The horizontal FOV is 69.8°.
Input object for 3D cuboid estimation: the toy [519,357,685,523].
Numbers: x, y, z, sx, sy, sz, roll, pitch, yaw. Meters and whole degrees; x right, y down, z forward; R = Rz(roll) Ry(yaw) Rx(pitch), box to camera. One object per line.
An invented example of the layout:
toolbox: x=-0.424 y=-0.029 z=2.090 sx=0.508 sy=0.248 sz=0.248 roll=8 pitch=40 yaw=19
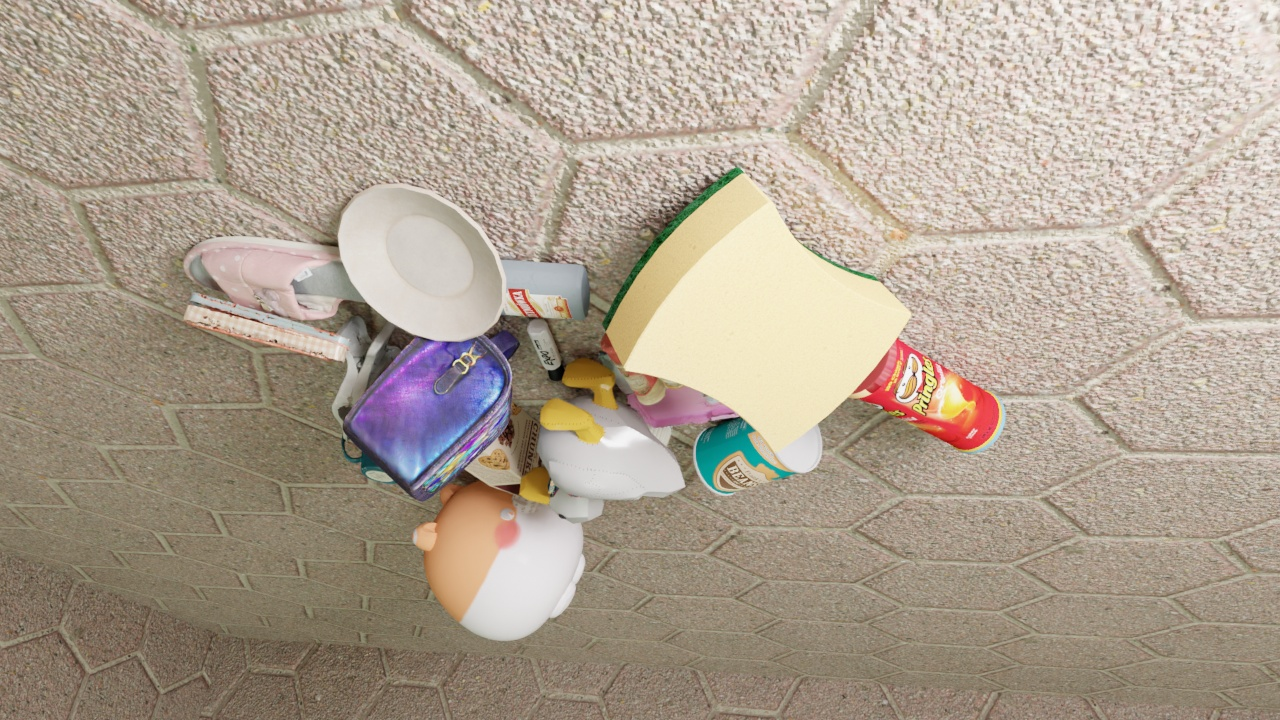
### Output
toy: x=-0.060 y=0.131 z=1.205 sx=0.247 sy=0.140 sz=0.268 roll=11 pitch=137 yaw=18

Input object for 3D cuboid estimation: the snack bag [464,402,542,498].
snack bag: x=-0.201 y=0.123 z=1.332 sx=0.070 sy=0.094 sz=0.206 roll=-8 pitch=148 yaw=26

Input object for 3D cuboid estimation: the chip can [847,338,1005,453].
chip can: x=0.321 y=0.036 z=1.055 sx=0.213 sy=0.086 sz=0.087 roll=25 pitch=147 yaw=-30

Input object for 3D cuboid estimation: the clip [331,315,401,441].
clip: x=-0.338 y=0.016 z=1.155 sx=0.081 sy=0.124 sz=0.148 roll=15 pitch=128 yaw=1

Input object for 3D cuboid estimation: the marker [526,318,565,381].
marker: x=-0.115 y=-0.010 z=1.140 sx=0.025 sy=0.025 sz=0.126 roll=2 pitch=151 yaw=10

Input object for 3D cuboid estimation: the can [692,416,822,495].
can: x=0.155 y=0.117 z=1.229 sx=0.099 sy=0.099 sz=0.144 roll=26 pitch=147 yaw=-30

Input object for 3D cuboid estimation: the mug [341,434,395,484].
mug: x=-0.388 y=0.123 z=1.368 sx=0.112 sy=0.104 sz=0.085 roll=11 pitch=151 yaw=-7

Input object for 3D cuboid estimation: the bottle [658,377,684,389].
bottle: x=0.029 y=-0.008 z=1.063 sx=0.063 sy=0.063 sz=0.108 roll=-3 pitch=146 yaw=18

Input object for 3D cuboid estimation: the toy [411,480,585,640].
toy: x=-0.233 y=0.318 z=1.538 sx=0.280 sy=0.262 sz=0.266 roll=30 pitch=119 yaw=-3

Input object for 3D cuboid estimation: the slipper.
slipper: x=-0.391 y=-0.086 z=1.035 sx=0.274 sy=0.054 sz=0.114 roll=3 pitch=151 yaw=11

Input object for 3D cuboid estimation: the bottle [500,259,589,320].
bottle: x=-0.139 y=-0.078 z=0.998 sx=0.161 sy=0.046 sz=0.072 roll=4 pitch=151 yaw=6

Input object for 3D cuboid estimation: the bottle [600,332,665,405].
bottle: x=-0.007 y=0.006 z=1.103 sx=0.044 sy=0.044 sz=0.109 roll=-9 pitch=134 yaw=28

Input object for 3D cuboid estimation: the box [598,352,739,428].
box: x=0.075 y=0.020 z=1.143 sx=0.231 sy=0.035 sz=0.159 roll=-11 pitch=139 yaw=30

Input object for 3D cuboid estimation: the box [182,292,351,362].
box: x=-0.431 y=-0.030 z=1.061 sx=0.186 sy=0.053 sz=0.058 roll=16 pitch=134 yaw=-8

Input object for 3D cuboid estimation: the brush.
brush: x=0.113 y=-0.039 z=0.878 sx=0.250 sy=0.075 sz=0.195 roll=30 pitch=110 yaw=-35

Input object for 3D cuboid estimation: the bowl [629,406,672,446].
bowl: x=-0.014 y=0.117 z=1.309 sx=0.115 sy=0.062 sz=0.115 roll=6 pitch=152 yaw=3

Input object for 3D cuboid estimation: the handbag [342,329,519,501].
handbag: x=-0.229 y=0.049 z=1.097 sx=0.125 sy=0.221 sz=0.205 roll=42 pitch=165 yaw=3

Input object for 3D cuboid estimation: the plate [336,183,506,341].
plate: x=-0.223 y=-0.102 z=0.950 sx=0.189 sy=0.027 sz=0.189 roll=11 pitch=130 yaw=13
